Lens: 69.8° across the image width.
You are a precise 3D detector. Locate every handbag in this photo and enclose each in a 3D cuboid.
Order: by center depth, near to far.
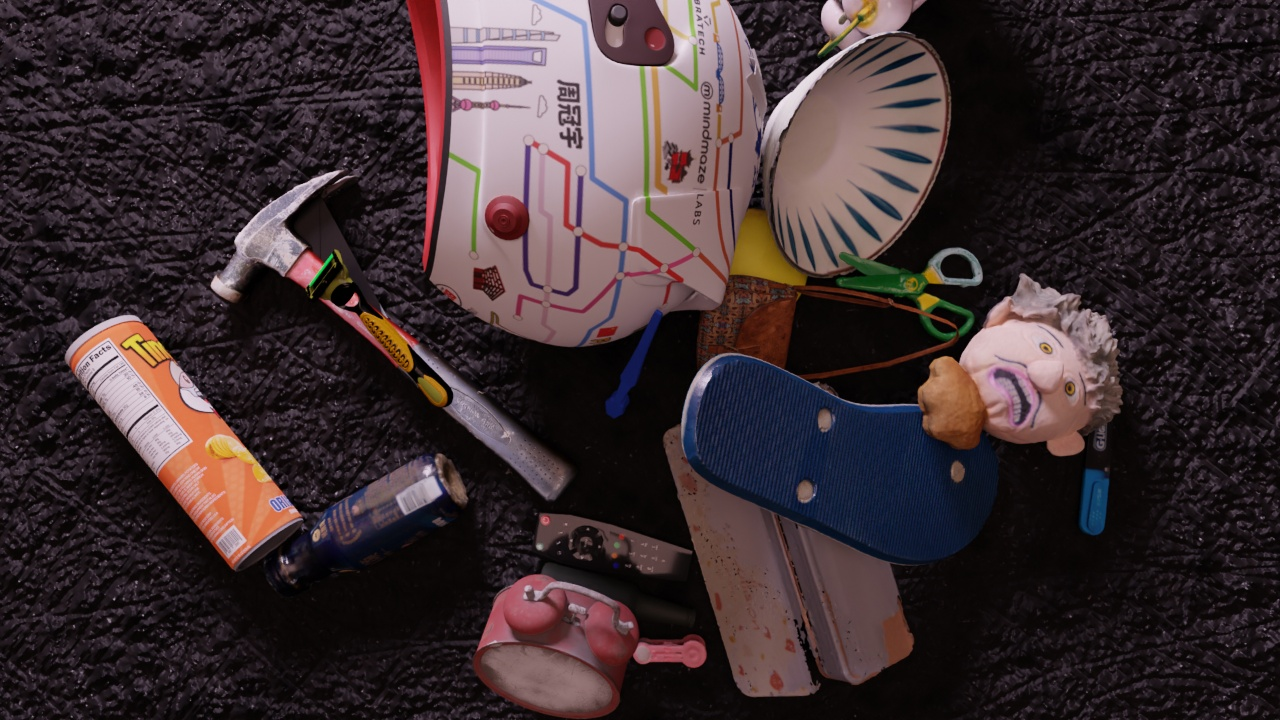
[{"bbox_3d":[0.139,-0.013,0.681,0.196,0.043,0.094,2,128,-1],"label":"handbag"}]

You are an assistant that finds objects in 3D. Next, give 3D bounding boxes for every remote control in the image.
[{"bbox_3d":[-0.022,0.147,0.720,0.125,0.010,0.039,12,90,4],"label":"remote control"}]

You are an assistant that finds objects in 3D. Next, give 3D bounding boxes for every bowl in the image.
[{"bbox_3d":[0.139,-0.155,0.669,0.177,0.177,0.071,-53,47,2],"label":"bowl"}]

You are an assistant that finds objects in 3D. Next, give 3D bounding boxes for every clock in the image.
[{"bbox_3d":[-0.056,0.196,0.661,0.110,0.157,0.061,21,47,-3],"label":"clock"},{"bbox_3d":[0.185,-0.279,0.662,0.158,0.117,0.059,-43,95,0],"label":"clock"}]

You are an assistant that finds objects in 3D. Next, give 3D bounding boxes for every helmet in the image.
[{"bbox_3d":[-0.035,-0.168,0.616,0.235,0.231,0.314,-6,92,-16],"label":"helmet"}]

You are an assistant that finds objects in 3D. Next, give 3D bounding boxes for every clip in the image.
[{"bbox_3d":[0.022,0.225,0.703,0.059,0.039,0.022,-3,92,8],"label":"clip"}]

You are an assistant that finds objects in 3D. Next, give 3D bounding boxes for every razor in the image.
[{"bbox_3d":[-0.194,-0.018,0.696,0.144,0.021,0.044,46,113,3],"label":"razor"}]

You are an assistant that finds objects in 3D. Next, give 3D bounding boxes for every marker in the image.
[{"bbox_3d":[0.347,0.071,0.695,0.018,0.015,0.123,6,88,7],"label":"marker"}]

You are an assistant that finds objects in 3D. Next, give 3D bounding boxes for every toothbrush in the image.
[{"bbox_3d":[-0.004,0.004,0.641,0.016,0.187,0.011,33,65,4],"label":"toothbrush"}]

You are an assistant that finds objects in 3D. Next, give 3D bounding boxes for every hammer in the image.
[{"bbox_3d":[-0.176,-0.012,0.723,0.326,0.036,0.140,40,93,3],"label":"hammer"}]

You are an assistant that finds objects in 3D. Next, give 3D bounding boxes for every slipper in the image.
[{"bbox_3d":[0.138,0.072,0.639,0.294,0.060,0.118,19,75,-30],"label":"slipper"}]

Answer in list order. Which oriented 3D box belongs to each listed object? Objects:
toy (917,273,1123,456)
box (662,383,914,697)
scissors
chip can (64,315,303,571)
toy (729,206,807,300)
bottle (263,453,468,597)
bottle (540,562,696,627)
[{"bbox_3d":[0.273,0.010,0.651,0.175,0.076,0.132,-23,82,-20],"label":"toy"},{"bbox_3d":[0.109,0.137,0.700,0.121,0.095,0.217,-15,88,-24],"label":"box"},{"bbox_3d":[0.203,-0.067,0.688,0.132,0.013,0.078,22,86,-17],"label":"scissors"},{"bbox_3d":[-0.356,0.064,0.718,0.062,0.062,0.210,-41,87,2],"label":"chip can"},{"bbox_3d":[0.081,-0.071,0.702,0.095,0.041,0.094,0,95,3],"label":"toy"},{"bbox_3d":[-0.213,0.129,0.711,0.161,0.056,0.056,-29,87,3],"label":"bottle"},{"bbox_3d":[-0.018,0.185,0.709,0.123,0.033,0.033,12,90,3],"label":"bottle"}]
